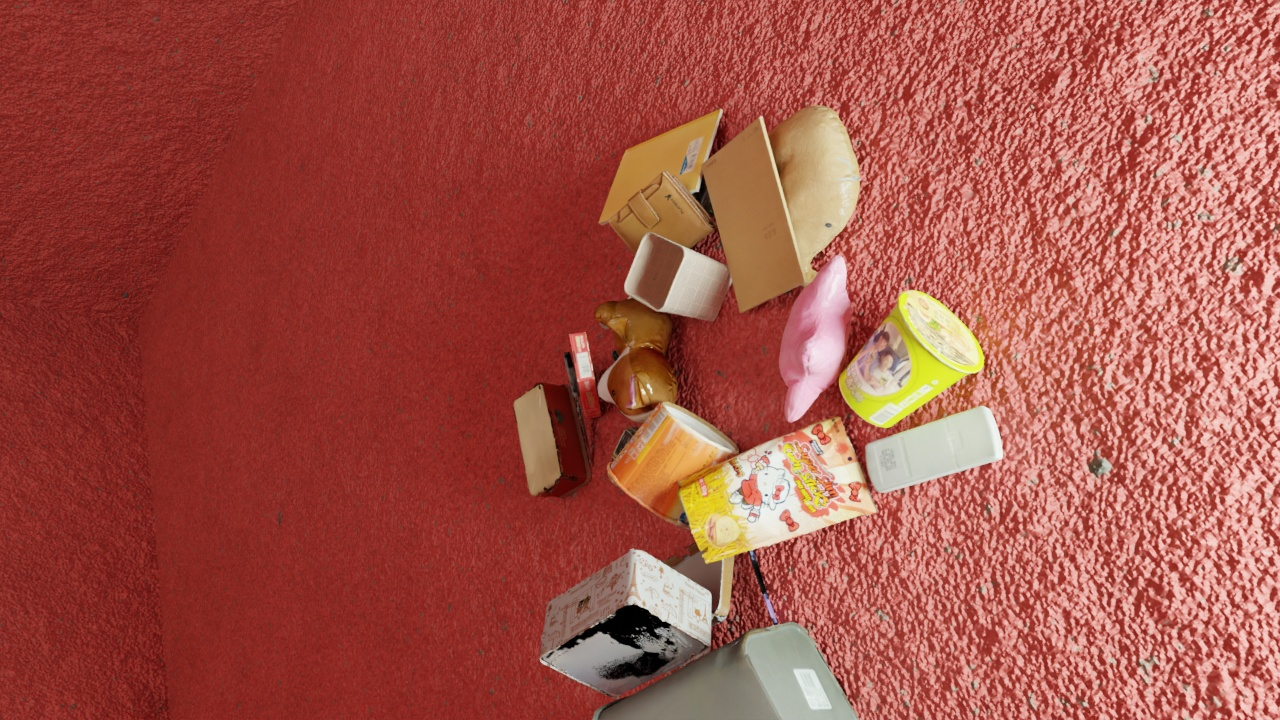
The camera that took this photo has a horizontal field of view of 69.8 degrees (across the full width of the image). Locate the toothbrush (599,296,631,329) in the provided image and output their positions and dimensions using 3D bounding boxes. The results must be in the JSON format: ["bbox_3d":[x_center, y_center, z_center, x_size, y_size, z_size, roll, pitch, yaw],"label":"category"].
[{"bbox_3d":[0.004,-0.104,1.360,0.190,0.020,0.029,-36,87,35],"label":"toothbrush"}]

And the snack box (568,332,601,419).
[{"bbox_3d":[-0.080,0.024,1.340,0.153,0.025,0.075,86,174,-66],"label":"snack box"}]

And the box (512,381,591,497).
[{"bbox_3d":[-0.146,0.123,1.418,0.092,0.077,0.168,-34,59,37],"label":"box"}]

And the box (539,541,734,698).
[{"bbox_3d":[-0.005,0.283,1.117,0.181,0.158,0.204,-39,24,34],"label":"box"}]

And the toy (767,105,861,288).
[{"bbox_3d":[0.209,-0.201,1.124,0.144,0.082,0.225,-25,66,57],"label":"toy"}]

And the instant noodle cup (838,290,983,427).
[{"bbox_3d":[0.280,0.006,0.983,0.124,0.111,0.111,-51,48,37],"label":"instant noodle cup"}]

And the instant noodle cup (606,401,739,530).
[{"bbox_3d":[0.048,0.130,1.172,0.151,0.151,0.111,39,101,44],"label":"instant noodle cup"}]

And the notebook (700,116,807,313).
[{"bbox_3d":[0.141,-0.180,1.162,0.150,0.012,0.211,-26,76,63],"label":"notebook"}]

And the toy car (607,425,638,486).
[{"bbox_3d":[-0.021,0.140,1.317,0.042,0.035,0.090,39,112,45],"label":"toy car"}]

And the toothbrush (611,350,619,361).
[{"bbox_3d":[-0.003,0.044,1.335,0.016,0.018,0.181,-57,45,25],"label":"toothbrush"}]

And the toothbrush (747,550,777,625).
[{"bbox_3d":[0.141,0.245,1.136,0.017,0.014,0.188,-32,59,24],"label":"toothbrush"}]

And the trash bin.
[{"bbox_3d":[0.104,0.414,1.012,0.220,0.198,0.199,-42,61,23],"label":"trash bin"}]

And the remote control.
[{"bbox_3d":[0.311,0.097,0.982,0.150,0.021,0.058,-26,63,40],"label":"remote control"}]

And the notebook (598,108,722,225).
[{"bbox_3d":[0.027,-0.280,1.343,0.207,0.010,0.145,-11,54,47],"label":"notebook"}]

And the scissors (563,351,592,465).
[{"bbox_3d":[-0.095,0.067,1.395,0.163,0.014,0.166,-107,6,-58],"label":"scissors"}]

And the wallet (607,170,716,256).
[{"bbox_3d":[0.028,-0.191,1.279,0.108,0.031,0.132,50,132,-7],"label":"wallet"}]

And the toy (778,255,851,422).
[{"bbox_3d":[0.202,-0.023,1.058,0.075,0.179,0.194,15,55,11],"label":"toy"}]

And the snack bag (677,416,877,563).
[{"bbox_3d":[0.154,0.151,1.063,0.208,0.073,0.128,-22,61,8],"label":"snack bag"}]

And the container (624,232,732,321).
[{"bbox_3d":[0.056,-0.108,1.236,0.090,0.110,0.090,33,105,46],"label":"container"}]

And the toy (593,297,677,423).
[{"bbox_3d":[-0.008,0.007,1.264,0.131,0.140,0.199,-27,56,19],"label":"toy"}]

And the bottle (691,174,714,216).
[{"bbox_3d":[0.090,-0.237,1.280,0.195,0.044,0.079,-25,57,40],"label":"bottle"}]
